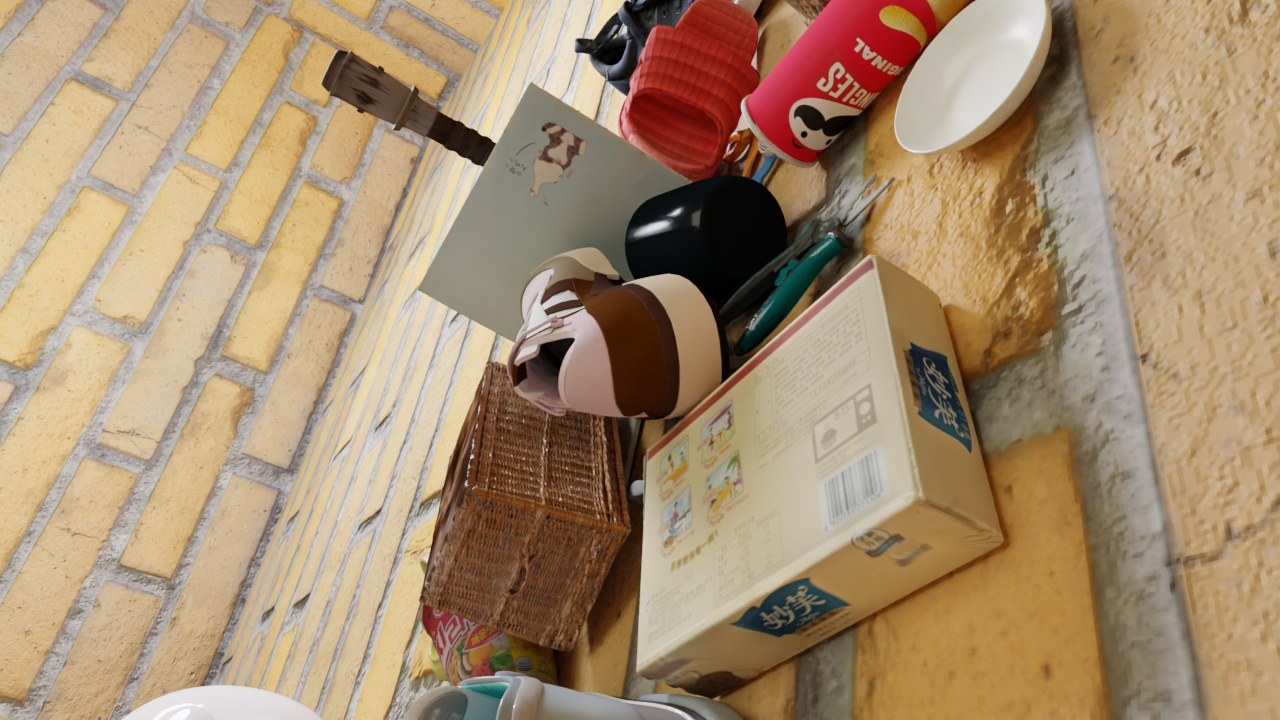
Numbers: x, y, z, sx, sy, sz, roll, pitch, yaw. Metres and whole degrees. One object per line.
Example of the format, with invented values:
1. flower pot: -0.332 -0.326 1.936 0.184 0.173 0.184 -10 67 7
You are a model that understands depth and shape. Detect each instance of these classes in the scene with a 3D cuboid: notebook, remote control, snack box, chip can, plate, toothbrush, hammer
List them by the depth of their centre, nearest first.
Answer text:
1. snack box: 0.077 0.067 0.482 0.208 0.055 0.153 -45 29 39
2. plate: 0.189 -0.156 0.512 0.105 0.026 0.104 -47 27 34
3. chip can: 0.161 -0.226 0.591 0.221 0.069 0.069 -45 29 37
4. toothbrush: 0.075 -0.117 0.725 0.167 0.014 0.016 -61 36 13
5. remote control: -0.021 0.094 0.727 0.045 0.008 0.146 -32 39 52
6. notebook: -0.069 -0.095 0.791 0.254 0.181 0.009 -49 18 41
7. hammer: -0.115 -0.170 0.797 0.191 0.324 0.100 -43 30 41

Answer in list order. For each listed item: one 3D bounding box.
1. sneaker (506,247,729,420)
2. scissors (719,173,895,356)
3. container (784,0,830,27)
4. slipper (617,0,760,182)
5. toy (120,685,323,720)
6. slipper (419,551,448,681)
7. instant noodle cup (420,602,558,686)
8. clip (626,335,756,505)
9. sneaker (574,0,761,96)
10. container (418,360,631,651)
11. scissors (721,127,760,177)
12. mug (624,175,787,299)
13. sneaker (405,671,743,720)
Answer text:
1. sneaker: -0.055 -0.012 0.662 0.294 0.116 0.112 -151 53 -63
2. scissors: 0.098 -0.058 0.592 0.119 0.019 0.151 -11 44 58
3. container: 0.146 -0.419 0.671 0.308 0.196 0.306 -50 25 34
4. slipper: 0.052 -0.251 0.790 0.059 0.103 0.248 116 175 -54
5. toy: -0.415 0.458 0.886 0.265 0.262 0.281 -92 17 -61
6. slipper: -0.168 0.196 0.850 0.092 0.081 0.190 -12 58 65
7. instant noodle cup: -0.106 0.217 0.682 0.100 0.100 0.112 -58 30 15
8. clip: 0.032 0.049 0.639 0.164 0.031 0.169 -66 21 0
9. sneaker: 0.028 -0.366 0.961 0.295 0.127 0.120 -18 49 58
10. container: -0.085 0.100 0.688 0.198 0.112 0.114 -98 30 -62
11. scissors: 0.102 -0.201 0.767 0.131 0.011 0.125 -66 22 -5
12. mug: 0.042 -0.070 0.659 0.095 0.085 0.121 -4 61 60
13. sneaker: -0.066 0.214 0.504 0.257 0.160 0.092 -26 44 54
